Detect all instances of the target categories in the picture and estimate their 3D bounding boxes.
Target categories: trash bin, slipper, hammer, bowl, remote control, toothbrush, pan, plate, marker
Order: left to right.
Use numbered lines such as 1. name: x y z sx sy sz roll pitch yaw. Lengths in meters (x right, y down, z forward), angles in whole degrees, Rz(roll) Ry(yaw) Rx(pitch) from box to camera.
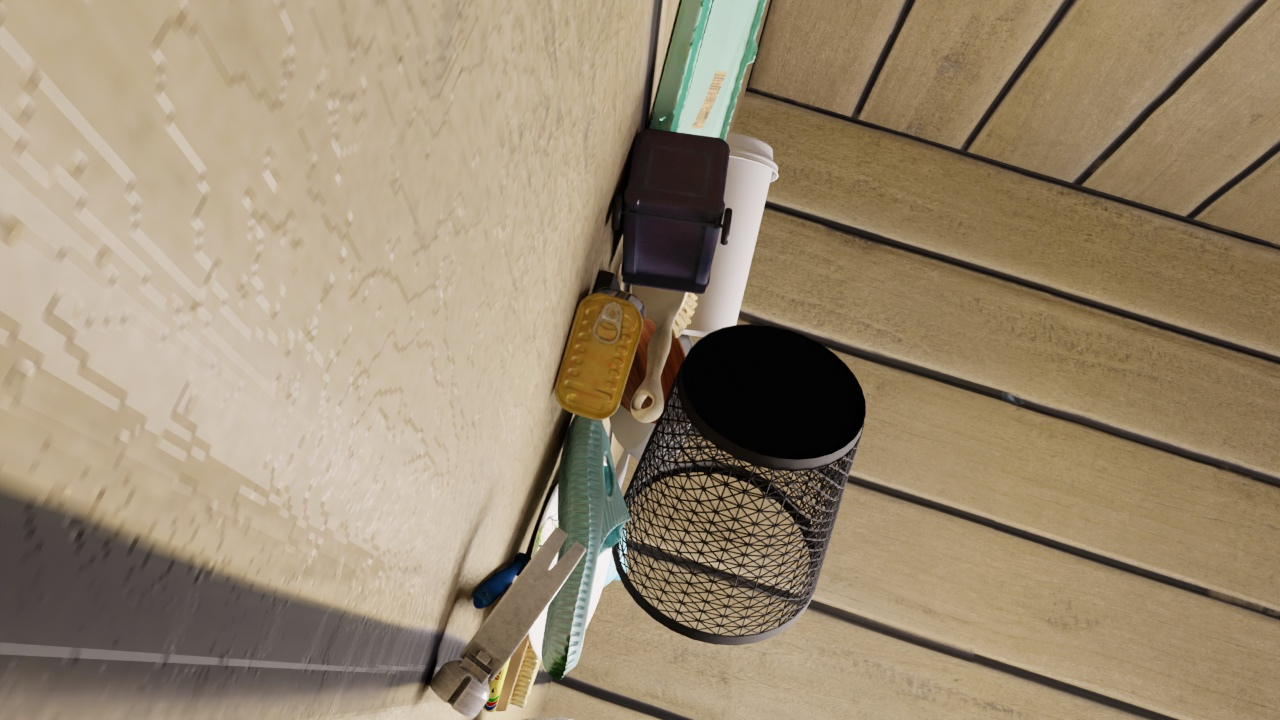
1. marker: -0.140 0.302 0.936 0.014 0.014 0.132 -64 171 -71
2. toothbrush: -0.109 0.176 0.732 0.017 0.016 0.190 -59 176 -2
3. hammer: -0.095 0.194 0.727 0.126 0.036 0.316 -53 177 -13
4. plate: -0.085 0.215 1.018 0.229 0.030 0.229 9 89 -71
5. slipper: -0.045 0.155 0.848 0.116 0.069 0.275 109 -13 -57
6. remote control: -0.034 -0.046 0.844 0.133 0.013 0.058 68 40 -85
7. pan: -0.014 0.097 1.204 0.358 0.050 0.200 -66 -149 33
8. bowl: -0.006 0.006 0.975 0.147 0.069 0.147 52 27 -41
9. trash bin: 0.028 -0.121 0.800 0.161 0.094 0.092 94 4 -72
10. trash bin: 0.096 0.110 0.869 0.216 0.217 0.244 -70 174 -46

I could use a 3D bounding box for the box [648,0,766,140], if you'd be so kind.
1. box: 0.058 -0.279 0.820 0.137 0.057 0.187 -34 146 -56

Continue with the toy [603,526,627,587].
1. toy: -0.069 0.262 1.205 0.183 0.115 0.181 -84 -163 -48

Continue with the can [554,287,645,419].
1. can: -0.030 -0.008 0.742 0.059 0.054 0.100 -66 174 -76

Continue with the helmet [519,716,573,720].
1. helmet: -0.114 0.504 0.941 0.223 0.184 0.283 -52 153 -67

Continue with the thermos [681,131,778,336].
1. thermos: 0.082 -0.140 1.061 0.131 0.131 0.222 42 56 -87

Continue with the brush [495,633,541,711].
1. brush: -0.134 0.344 1.054 0.049 0.039 0.117 -48 154 -80

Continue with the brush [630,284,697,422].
1. brush: 0.017 -0.020 0.841 0.062 0.077 0.271 -32 -158 20
